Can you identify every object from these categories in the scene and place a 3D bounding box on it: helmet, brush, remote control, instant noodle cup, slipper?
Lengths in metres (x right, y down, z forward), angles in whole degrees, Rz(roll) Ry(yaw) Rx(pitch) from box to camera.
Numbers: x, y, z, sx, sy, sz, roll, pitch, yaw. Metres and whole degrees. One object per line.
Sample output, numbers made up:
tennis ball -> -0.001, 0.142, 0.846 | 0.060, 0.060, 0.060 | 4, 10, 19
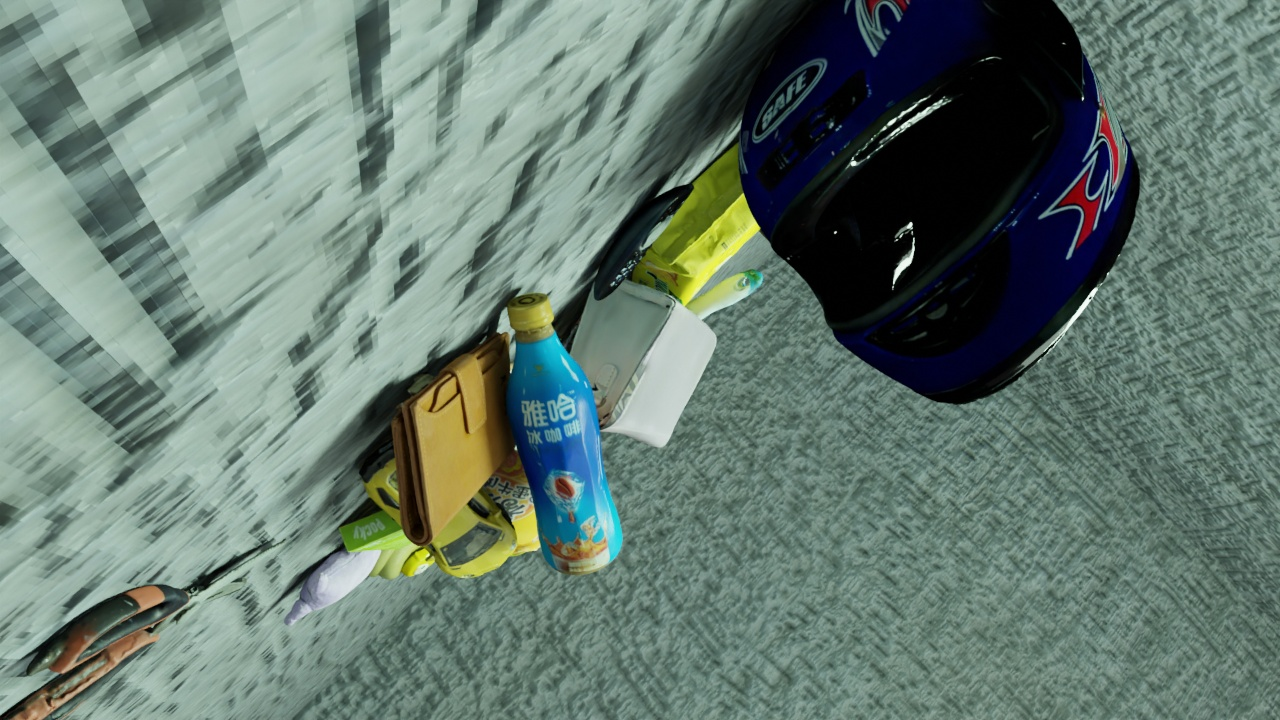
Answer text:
helmet -> 0.187, -0.142, 0.649 | 0.248, 0.240, 0.314 | -47, -173, 41
brush -> 0.020, -0.030, 1.080 | 0.315, 0.060, 0.109 | -27, 175, 24
remote control -> -0.003, -0.101, 0.764 | 0.137, 0.024, 0.053 | -49, 173, 39
instant noodle cup -> -0.109, 0.077, 0.787 | 0.137, 0.138, 0.110 | -40, 167, -53
slipper -> -0.223, 0.178, 1.023 | 0.190, 0.081, 0.092 | -46, 175, -29

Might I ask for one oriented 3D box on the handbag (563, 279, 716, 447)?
handbag -> -0.005, 0.005, 0.913 | 0.145, 0.098, 0.197 | -71, 161, -2

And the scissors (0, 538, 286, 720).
scissors -> -0.288, 0.156, 0.539 | 0.220, 0.015, 0.190 | -44, 176, -37

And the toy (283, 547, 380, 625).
toy -> -0.292, 0.208, 0.888 | 0.084, 0.039, 0.107 | -47, 179, 27

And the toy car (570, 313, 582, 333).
toy car -> -0.049, -0.031, 0.976 | 0.056, 0.037, 0.122 | -50, 165, -13

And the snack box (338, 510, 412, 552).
snack box -> -0.220, 0.155, 0.880 | 0.086, 0.026, 0.156 | -23, 170, -2

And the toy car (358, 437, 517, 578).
toy car -> -0.148, 0.114, 0.701 | 0.071, 0.156, 0.041 | -33, -147, -2

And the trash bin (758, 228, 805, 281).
trash bin -> 0.240, -0.210, 0.989 | 0.219, 0.198, 0.199 | -39, 168, -12

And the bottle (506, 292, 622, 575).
bottle -> -0.061, 0.055, 0.679 | 0.065, 0.219, 0.065 | -8, -155, 3

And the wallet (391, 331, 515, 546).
wallet -> -0.125, 0.049, 0.636 | 0.131, 0.031, 0.108 | -51, 146, -61

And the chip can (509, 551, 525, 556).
chip can -> -0.153, 0.154, 1.120 | 0.073, 0.072, 0.221 | -46, -165, 12

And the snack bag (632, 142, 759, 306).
snack bag -> 0.067, -0.128, 0.936 | 0.158, 0.068, 0.246 | -44, 178, -7
